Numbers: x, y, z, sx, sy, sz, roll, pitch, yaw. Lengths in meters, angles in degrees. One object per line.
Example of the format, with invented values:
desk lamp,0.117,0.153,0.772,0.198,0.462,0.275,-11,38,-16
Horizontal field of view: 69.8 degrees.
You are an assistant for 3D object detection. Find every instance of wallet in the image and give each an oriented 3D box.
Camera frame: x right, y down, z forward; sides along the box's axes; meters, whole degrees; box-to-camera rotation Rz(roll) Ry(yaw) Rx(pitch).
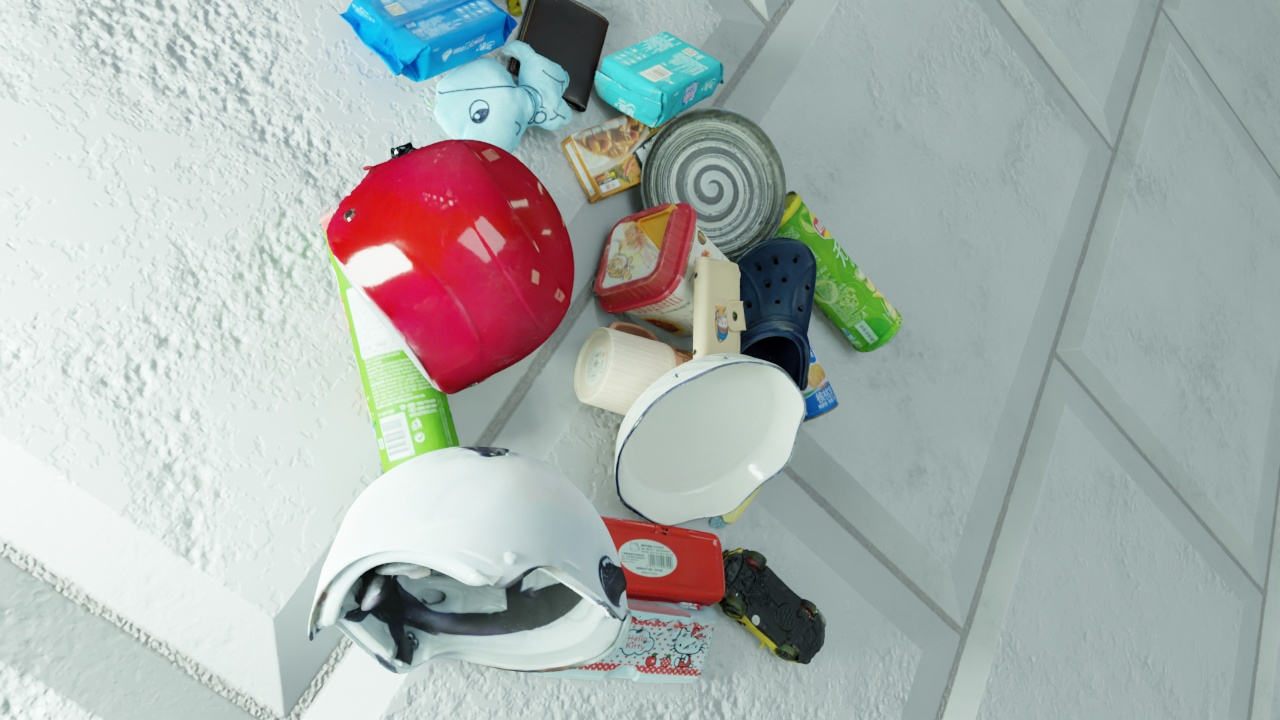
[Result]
wallet,-0.089,-0.345,1.007,0.096,0.020,0.122,21,67,-23
wallet,0.081,-0.043,0.928,0.087,0.024,0.115,1,89,-57

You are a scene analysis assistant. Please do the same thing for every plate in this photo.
plate,0.082,-0.194,1.039,0.179,0.024,0.179,-1,92,-18
plate,0.065,0.076,0.913,0.204,0.205,0.045,10,31,-32

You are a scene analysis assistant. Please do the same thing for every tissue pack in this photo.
tissue pack,0.023,-0.318,1.033,0.093,0.050,0.133,36,51,21
tissue pack,-0.204,-0.325,0.891,0.095,0.052,0.156,44,54,11

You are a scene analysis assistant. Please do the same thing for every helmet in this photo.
helmet,-0.125,0.155,0.737,0.258,0.230,0.145,35,41,-45
helmet,-0.130,-0.100,0.783,0.207,0.144,0.239,59,24,-28

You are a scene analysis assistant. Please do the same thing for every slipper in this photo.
slipper,0.133,-0.015,0.996,0.105,0.095,0.252,8,87,-3

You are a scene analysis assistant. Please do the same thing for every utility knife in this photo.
utility knife,0.128,0.129,1.028,0.031,0.018,0.166,48,55,-9

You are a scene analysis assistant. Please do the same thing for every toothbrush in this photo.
toothbrush,-0.149,-0.466,0.999,0.015,0.017,0.190,-5,80,-34

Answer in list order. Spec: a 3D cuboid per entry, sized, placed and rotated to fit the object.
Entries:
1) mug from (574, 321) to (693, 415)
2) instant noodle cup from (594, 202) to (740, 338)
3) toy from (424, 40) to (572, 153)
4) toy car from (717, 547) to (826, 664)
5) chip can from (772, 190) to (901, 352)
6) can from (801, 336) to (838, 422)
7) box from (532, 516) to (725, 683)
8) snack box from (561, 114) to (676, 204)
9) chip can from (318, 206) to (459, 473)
mug,-0.006,0.005,0.939,0.105,0.082,0.114,16,42,-29
instant noodle cup,0.034,-0.087,0.972,0.124,0.117,0.116,33,61,-37
toy,-0.142,-0.261,0.926,0.156,0.050,0.161,4,69,-24
toy car,0.136,0.265,0.981,0.156,0.041,0.071,42,58,-16
chip can,0.232,-0.104,1.127,0.221,0.073,0.072,46,57,-16
can,0.181,0.002,1.075,0.053,0.053,0.134,-28,94,-36
box,-0.008,0.232,0.889,0.201,0.059,0.161,14,74,-30
snack box,-0.011,-0.234,1.025,0.153,0.026,0.075,-30,95,-36
chip can,-0.217,-0.018,0.799,0.072,0.072,0.236,-12,84,-36
